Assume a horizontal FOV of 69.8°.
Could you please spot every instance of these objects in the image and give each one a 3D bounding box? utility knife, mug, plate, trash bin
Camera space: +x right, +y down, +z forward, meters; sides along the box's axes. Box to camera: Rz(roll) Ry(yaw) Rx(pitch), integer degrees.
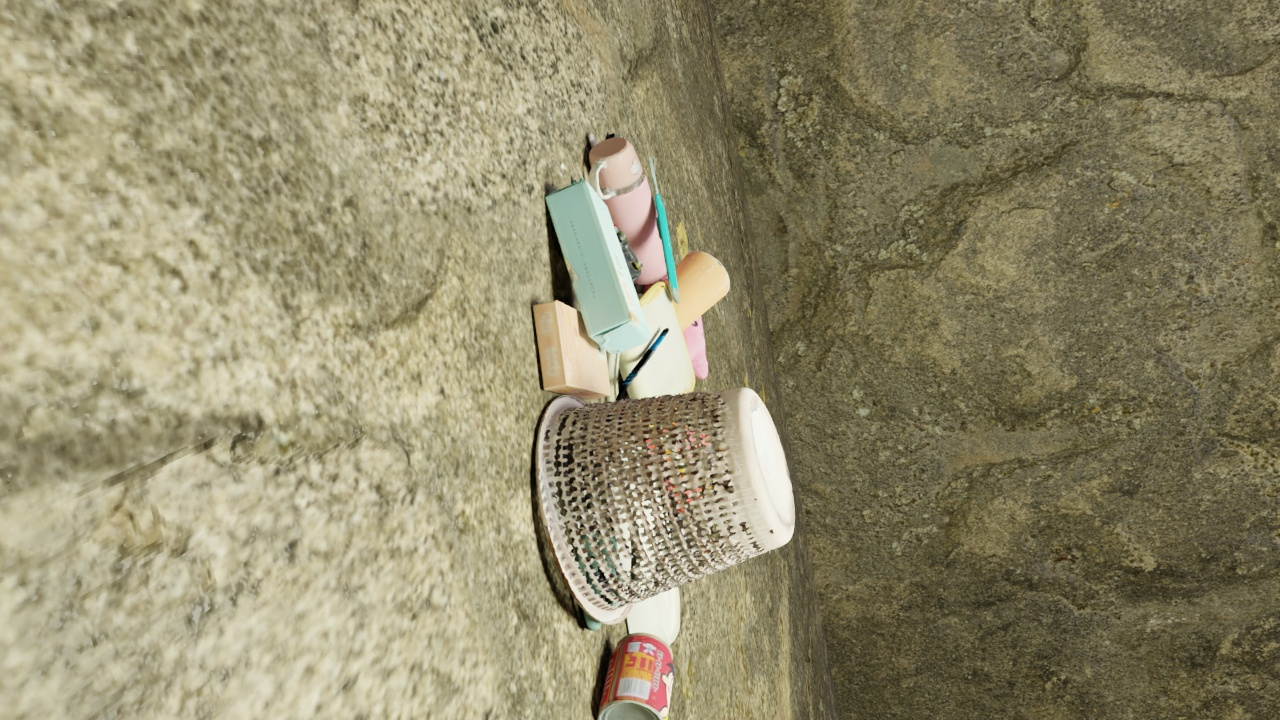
[{"bbox_3d":[0.028,-0.171,1.180,0.029,0.013,0.209,39,40,-67],"label":"utility knife"},{"bbox_3d":[0.056,-0.083,1.246,0.122,0.078,0.078,-46,132,-34],"label":"mug"},{"bbox_3d":[0.010,0.223,1.088,0.162,0.034,0.265,4,77,-76],"label":"plate"},{"bbox_3d":[0.034,0.120,0.875,0.227,0.192,0.227,-16,90,-73],"label":"trash bin"}]

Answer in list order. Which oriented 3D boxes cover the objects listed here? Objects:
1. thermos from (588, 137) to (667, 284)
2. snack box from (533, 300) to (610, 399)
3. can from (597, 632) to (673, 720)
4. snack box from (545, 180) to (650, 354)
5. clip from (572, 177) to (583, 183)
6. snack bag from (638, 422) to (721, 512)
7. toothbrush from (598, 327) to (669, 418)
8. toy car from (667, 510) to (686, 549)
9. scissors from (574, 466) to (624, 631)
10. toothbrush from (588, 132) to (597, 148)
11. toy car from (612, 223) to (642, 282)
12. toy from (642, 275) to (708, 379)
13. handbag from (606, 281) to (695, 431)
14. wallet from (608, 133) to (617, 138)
[{"bbox_3d":[-0.016,-0.188,1.199,0.087,0.067,0.199,-58,144,-34],"label":"thermos"},{"bbox_3d":[-0.067,-0.007,0.942,0.157,0.026,0.084,22,59,-74],"label":"snack box"},{"bbox_3d":[-0.003,0.323,0.906,0.093,0.066,0.066,-74,152,-60],"label":"can"},{"bbox_3d":[-0.045,-0.098,0.973,0.074,0.052,0.174,42,28,-69],"label":"snack box"},{"bbox_3d":[-0.066,-0.188,1.083,0.014,0.048,0.057,-64,138,-65],"label":"clip"},{"bbox_3d":[0.053,0.138,1.262,0.128,0.073,0.207,68,18,6],"label":"snack bag"},{"bbox_3d":[-0.009,0.015,1.070,0.016,0.014,0.189,60,43,-24],"label":"toothbrush"},{"bbox_3d":[0.055,0.225,1.282,0.049,0.031,0.105,60,23,-60],"label":"toy car"},{"bbox_3d":[-0.040,0.195,0.942,0.169,0.019,0.177,57,25,-57],"label":"scissors"},{"bbox_3d":[-0.037,-0.227,1.229,0.016,0.016,0.180,-88,162,-46],"label":"toothbrush"},{"bbox_3d":[-0.036,-0.124,1.094,0.045,0.053,0.120,45,-6,24],"label":"toy car"},{"bbox_3d":[0.047,-0.057,1.332,0.178,0.075,0.194,43,31,-51],"label":"toy"},{"bbox_3d":[-0.007,0.007,1.135,0.178,0.063,0.163,-50,129,-50],"label":"handbag"},{"bbox_3d":[-0.019,-0.248,1.279,0.097,0.019,0.121,-93,162,-56],"label":"wallet"}]
